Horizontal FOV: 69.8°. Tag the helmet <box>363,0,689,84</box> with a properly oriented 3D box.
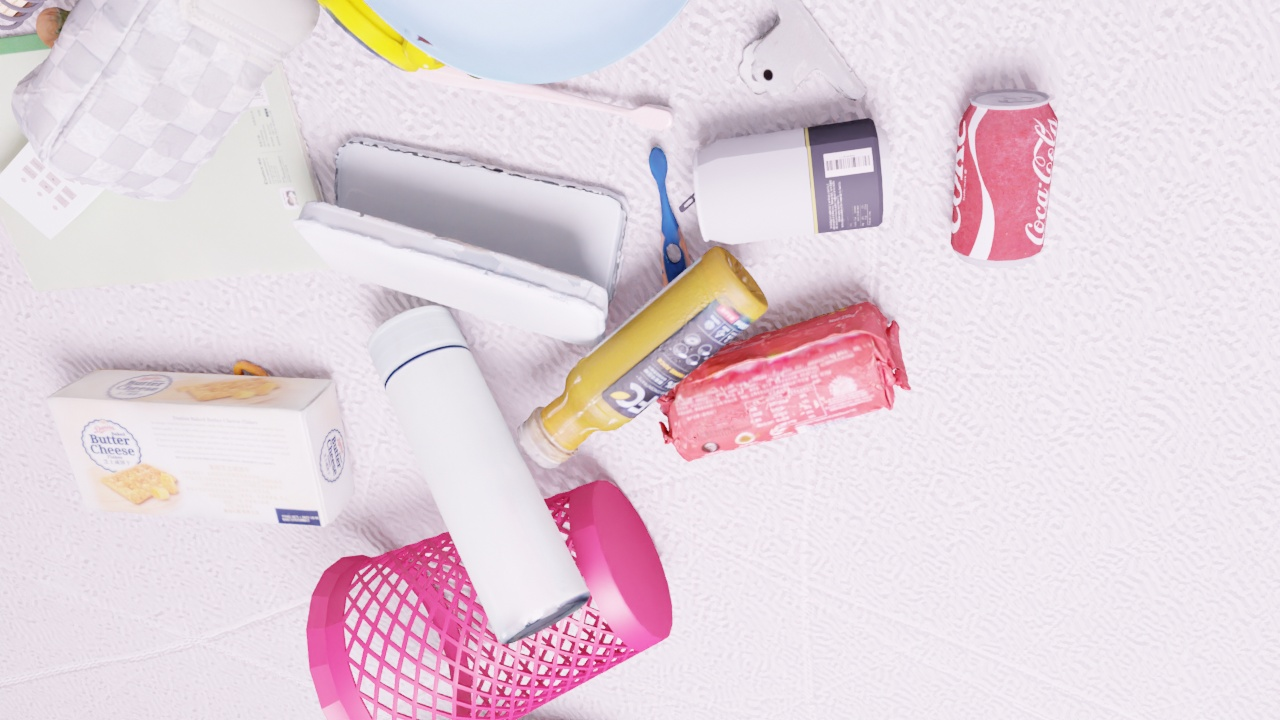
[{"bbox_3d":[-0.068,-0.274,0.419,0.225,0.167,0.265,-34,93,-3],"label":"helmet"}]

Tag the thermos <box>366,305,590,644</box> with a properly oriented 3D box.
[{"bbox_3d":[-0.113,0.072,0.620,0.068,0.067,0.230,-38,71,25],"label":"thermos"}]

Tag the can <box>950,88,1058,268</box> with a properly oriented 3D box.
[{"bbox_3d":[0.216,-0.108,0.548,0.054,0.053,0.097,-1,118,9],"label":"can"}]

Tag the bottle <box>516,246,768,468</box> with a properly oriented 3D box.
[{"bbox_3d":[-0.004,0.004,0.601,0.186,0.053,0.053,-40,107,18],"label":"bottle"}]

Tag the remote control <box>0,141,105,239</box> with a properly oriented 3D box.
[{"bbox_3d":[-0.380,-0.140,0.623,0.144,0.024,0.049,-32,113,23],"label":"remote control"}]

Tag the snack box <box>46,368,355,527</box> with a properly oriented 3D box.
[{"bbox_3d":[-0.335,0.066,0.711,0.208,0.057,0.104,2,116,8],"label":"snack box"}]

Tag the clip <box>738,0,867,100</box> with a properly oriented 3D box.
[{"bbox_3d":[0.086,-0.180,0.543,0.054,0.038,0.101,-40,106,12],"label":"clip"}]

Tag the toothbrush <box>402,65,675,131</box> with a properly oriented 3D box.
[{"bbox_3d":[-0.067,-0.170,0.579,0.181,0.018,0.016,13,118,4],"label":"toothbrush"}]

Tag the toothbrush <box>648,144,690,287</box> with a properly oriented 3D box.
[{"bbox_3d":[0.021,-0.079,0.617,0.021,0.017,0.135,-3,121,14],"label":"toothbrush"}]

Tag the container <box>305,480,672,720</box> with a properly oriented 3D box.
[{"bbox_3d":[-0.103,0.194,0.705,0.226,0.183,0.183,-26,112,12],"label":"container"}]

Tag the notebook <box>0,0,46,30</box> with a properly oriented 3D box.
[{"bbox_3d":[-0.259,-0.260,0.438,0.226,0.167,0.024,-1,165,42],"label":"notebook"}]

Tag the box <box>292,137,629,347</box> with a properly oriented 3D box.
[{"bbox_3d":[-0.111,-0.091,0.621,0.216,0.109,0.108,18,162,1],"label":"box"}]

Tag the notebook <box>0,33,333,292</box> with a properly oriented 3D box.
[{"bbox_3d":[-0.350,-0.139,0.641,0.253,0.010,0.182,-3,118,10],"label":"notebook"}]

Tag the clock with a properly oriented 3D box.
[{"bbox_3d":[-0.137,-0.205,0.532,0.057,0.083,0.118,-41,104,18],"label":"clock"}]

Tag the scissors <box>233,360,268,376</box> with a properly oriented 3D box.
[{"bbox_3d":[-0.320,0.057,0.743,0.129,0.011,0.125,1,117,10],"label":"scissors"}]

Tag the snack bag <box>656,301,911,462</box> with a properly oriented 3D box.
[{"bbox_3d":[0.091,0.015,0.619,0.177,0.082,0.082,-17,115,16],"label":"snack bag"}]

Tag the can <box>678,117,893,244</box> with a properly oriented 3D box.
[{"bbox_3d":[0.086,-0.107,0.561,0.127,0.064,0.064,-6,118,11],"label":"can"}]

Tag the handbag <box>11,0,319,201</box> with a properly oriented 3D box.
[{"bbox_3d":[-0.288,-0.185,0.535,0.123,0.112,0.172,43,101,15],"label":"handbag"}]
